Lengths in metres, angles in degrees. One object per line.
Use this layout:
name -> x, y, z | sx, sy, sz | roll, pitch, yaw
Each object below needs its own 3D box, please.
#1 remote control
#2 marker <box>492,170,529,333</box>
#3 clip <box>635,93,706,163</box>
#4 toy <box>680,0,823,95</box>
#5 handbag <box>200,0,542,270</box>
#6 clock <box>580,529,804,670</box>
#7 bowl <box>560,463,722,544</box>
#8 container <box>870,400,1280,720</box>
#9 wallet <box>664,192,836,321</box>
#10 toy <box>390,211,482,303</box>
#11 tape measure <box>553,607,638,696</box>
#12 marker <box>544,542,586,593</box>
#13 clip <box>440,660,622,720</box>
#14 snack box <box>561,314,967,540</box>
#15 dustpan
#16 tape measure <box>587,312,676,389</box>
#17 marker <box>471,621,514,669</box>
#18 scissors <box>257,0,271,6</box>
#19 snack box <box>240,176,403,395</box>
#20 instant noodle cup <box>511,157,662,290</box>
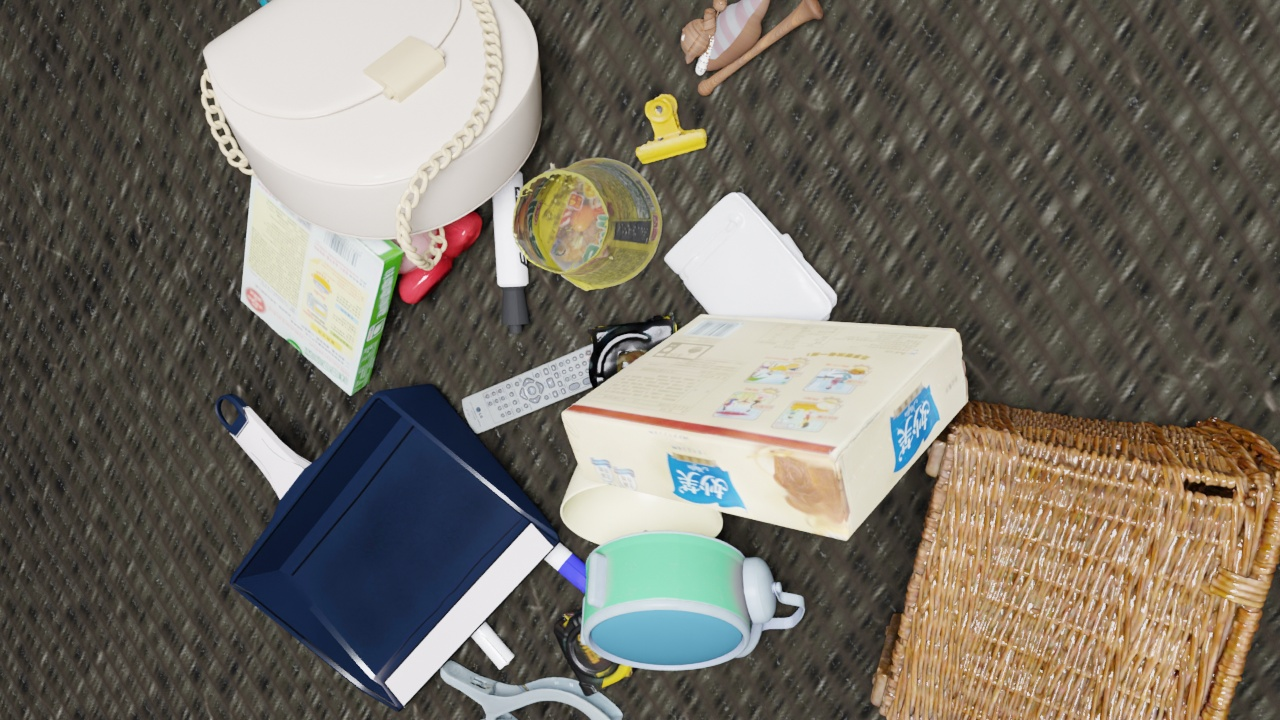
remote control -> -0.081, 0.022, 0.736 | 0.137, 0.013, 0.033 | -22, 91, 17
marker -> -0.101, -0.084, 0.720 | 0.025, 0.025, 0.126 | 0, 98, 15
clip -> 0.020, -0.175, 0.680 | 0.053, 0.035, 0.046 | -11, 113, 18
toy -> 0.071, -0.233, 0.644 | 0.102, 0.041, 0.055 | -32, 111, 25
handbag -> -0.179, -0.188, 0.652 | 0.208, 0.103, 0.210 | 36, 66, 15
clock -> 0.039, 0.177, 0.677 | 0.161, 0.075, 0.122 | 5, 142, -4
bowl -> 0.003, 0.086, 0.686 | 0.118, 0.118, 0.073 | -6, 54, 16
container -> 0.263, 0.145, 0.589 | 0.183, 0.162, 0.250 | 14, 101, 18
wallet -> 0.081, -0.060, 0.674 | 0.086, 0.032, 0.116 | -37, 89, 28
toy -> -0.196, -0.118, 0.726 | 0.131, 0.096, 0.124 | 40, 129, -8
tape measure -> -0.031, 0.226, 0.741 | 0.063, 0.038, 0.067 | -32, 86, 25
marker -> -0.095, 0.138, 0.753 | 0.141, 0.020, 0.020 | 39, 106, 7
clip -> -0.097, 0.318, 0.776 | 0.163, 0.028, 0.108 | 8, 98, 15
snack box -> 0.076, 0.030, 0.579 | 0.208, 0.152, 0.055 | 6, 121, 44
dustpan -> -0.240, 0.127, 0.749 | 0.273, 0.080, 0.237 | 47, 110, 15
tape measure -> -0.004, 0.004, 0.692 | 0.071, 0.042, 0.072 | -9, 99, -4
marker -> -0.157, 0.207, 0.780 | 0.017, 0.020, 0.133 | -42, 86, -3
scissors -> -0.275, -0.279, 0.743 | 0.149, 0.019, 0.122 | 22, 107, 17
snack box -> -0.256, -0.066, 0.724 | 0.132, 0.027, 0.168 | 39, 136, 7
instant noodle cup -> -0.043, -0.098, 0.659 | 0.102, 0.108, 0.102 | 2, 98, 13
